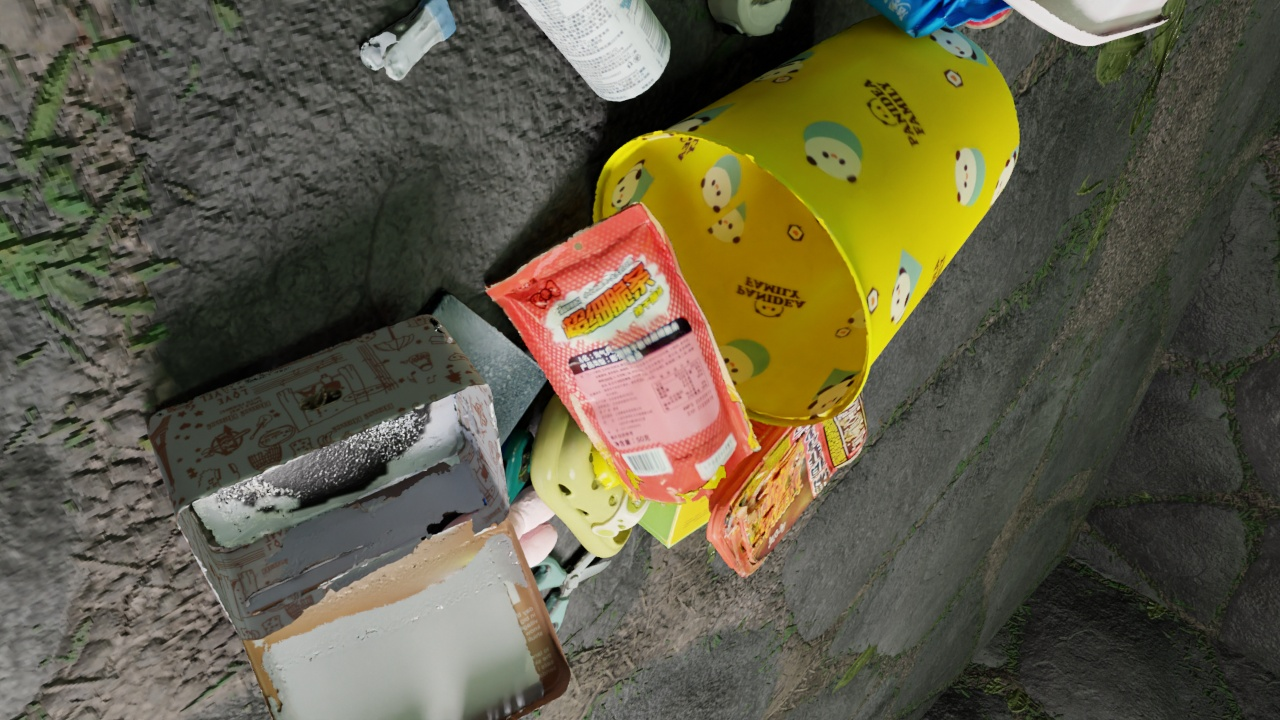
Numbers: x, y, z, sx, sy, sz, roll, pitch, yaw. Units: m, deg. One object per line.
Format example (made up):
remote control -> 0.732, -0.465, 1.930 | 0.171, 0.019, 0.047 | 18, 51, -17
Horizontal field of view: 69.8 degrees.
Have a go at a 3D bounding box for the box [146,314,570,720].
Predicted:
box -> -0.161, 0.123, 0.559 | 0.178, 0.124, 0.274 | -23, 113, -22

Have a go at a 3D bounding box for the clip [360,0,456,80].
clip -> -0.121, -0.171, 0.487 | 0.056, 0.029, 0.025 | -47, 147, -24

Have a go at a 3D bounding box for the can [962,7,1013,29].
can -> 0.299, -0.360, 0.810 | 0.053, 0.053, 0.133 | -52, 146, -5

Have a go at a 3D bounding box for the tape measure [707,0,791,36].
tape measure -> 0.079, -0.262, 0.642 | 0.065, 0.033, 0.066 | -27, 135, -36

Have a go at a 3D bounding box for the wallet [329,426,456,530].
wallet -> -0.162, 0.079, 0.646 | 0.122, 0.020, 0.096 | -14, 124, -43

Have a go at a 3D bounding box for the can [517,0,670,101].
can -> -0.038, -0.211, 0.519 | 0.058, 0.058, 0.146 | -55, 146, -1

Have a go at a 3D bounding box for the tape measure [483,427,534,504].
tape measure -> -0.098, 0.079, 0.699 | 0.058, 0.025, 0.055 | -58, 160, -61

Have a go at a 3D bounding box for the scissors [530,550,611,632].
scissors -> -0.096, 0.215, 0.841 | 0.172, 0.019, 0.179 | -47, 144, -9

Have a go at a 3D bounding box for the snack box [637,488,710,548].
snack box -> 0.084, 0.062, 0.869 | 0.209, 0.070, 0.158 | -24, 138, -43

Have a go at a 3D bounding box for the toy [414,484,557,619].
toy -> -0.123, 0.162, 0.732 | 0.159, 0.054, 0.121 | -32, 143, -44

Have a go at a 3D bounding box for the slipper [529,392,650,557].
slipper -> -0.026, 0.096, 0.749 | 0.191, 0.082, 0.091 | 68, 27, -49

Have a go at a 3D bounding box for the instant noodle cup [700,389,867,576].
instant noodle cup -> 0.111, 0.083, 0.776 | 0.188, 0.079, 0.164 | -50, 150, -12

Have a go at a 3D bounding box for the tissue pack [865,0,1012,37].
tissue pack -> 0.190, -0.285, 0.656 | 0.094, 0.157, 0.052 | -30, 156, -33

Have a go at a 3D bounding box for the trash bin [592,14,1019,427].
trash bin -> 0.133, -0.118, 0.675 | 0.254, 0.230, 0.230 | -42, 144, -29

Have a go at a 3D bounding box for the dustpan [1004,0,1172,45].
dustpan -> 0.277, -0.315, 0.673 | 0.139, 0.222, 0.273 | -41, 170, 17

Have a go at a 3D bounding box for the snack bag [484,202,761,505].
snack bag -> -0.004, 0.004, 0.647 | 0.129, 0.073, 0.208 | -24, 112, 13

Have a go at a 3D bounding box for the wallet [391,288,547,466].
wallet -> -0.123, 0.020, 0.628 | 0.097, 0.019, 0.121 | -57, 138, -9
